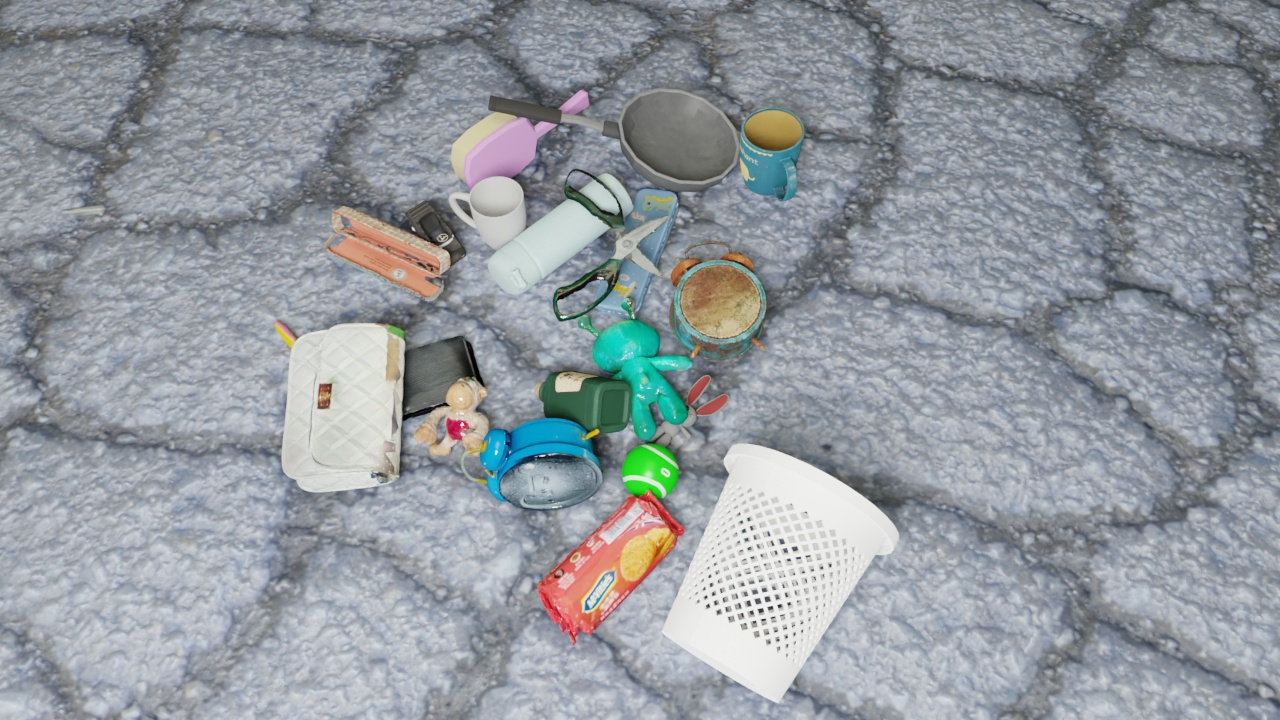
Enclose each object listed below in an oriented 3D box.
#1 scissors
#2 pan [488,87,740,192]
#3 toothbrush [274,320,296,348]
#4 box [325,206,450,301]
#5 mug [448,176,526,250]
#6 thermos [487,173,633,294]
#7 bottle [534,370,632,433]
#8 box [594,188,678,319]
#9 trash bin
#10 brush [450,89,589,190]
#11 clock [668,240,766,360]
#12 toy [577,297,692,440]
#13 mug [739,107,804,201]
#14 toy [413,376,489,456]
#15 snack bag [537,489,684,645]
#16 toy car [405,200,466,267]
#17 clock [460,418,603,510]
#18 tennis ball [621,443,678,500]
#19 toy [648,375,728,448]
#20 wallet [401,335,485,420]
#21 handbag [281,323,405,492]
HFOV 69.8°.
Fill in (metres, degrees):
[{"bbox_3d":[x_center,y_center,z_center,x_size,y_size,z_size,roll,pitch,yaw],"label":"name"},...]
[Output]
[{"bbox_3d":[-0.062,-0.153,1.175,0.201,0.015,0.202,-37,73,-14],"label":"scissors"},{"bbox_3d":[-0.035,-0.322,1.291,0.357,0.041,0.178,9,59,-11],"label":"pan"},{"bbox_3d":[-0.427,-0.009,1.170,0.135,0.021,0.016,37,52,18],"label":"toothbrush"},{"bbox_3d":[-0.342,-0.144,1.234,0.187,0.085,0.048,23,30,16],"label":"box"},{"bbox_3d":[-0.204,-0.194,1.234,0.107,0.089,0.071,14,60,9],"label":"mug"},{"bbox_3d":[-0.108,-0.167,1.223,0.206,0.065,0.078,-39,36,-14],"label":"thermos"},{"bbox_3d":[-0.077,0.045,1.091,0.131,0.061,0.061,10,98,43],"label":"bottle"},{"bbox_3d":[-0.004,-0.150,1.236,0.066,0.037,0.209,14,60,12],"label":"box"},{"bbox_3d":[0.129,0.222,0.936,0.195,0.196,0.199,27,73,16],"label":"trash bin"},{"bbox_3d":[-0.170,-0.326,1.313,0.228,0.089,0.043,-41,62,-20],"label":"brush"},{"bbox_3d":[0.095,-0.078,1.167,0.121,0.073,0.157,-7,71,-2],"label":"clock"},{"bbox_3d":[-0.007,0.007,1.116,0.130,0.072,0.193,-25,56,-2],"label":"toy"},{"bbox_3d":[0.183,-0.271,1.264,0.084,0.104,0.112,-19,63,-10],"label":"mug"},{"bbox_3d":[-0.207,0.065,1.086,0.085,0.074,0.105,7,64,15],"label":"toy"},{"bbox_3d":[-0.034,0.219,0.995,0.082,0.082,0.176,40,67,22],"label":"snack bag"},{"bbox_3d":[-0.275,-0.171,1.236,0.040,0.037,0.092,-39,99,-21],"label":"toy car"},{"bbox_3d":[-0.121,0.118,1.032,0.161,0.117,0.060,-4,52,-5],"label":"clock"},{"bbox_3d":[0.011,0.128,1.051,0.065,0.065,0.065,-1,59,1],"label":"tennis ball"},{"bbox_3d":[0.054,0.067,1.108,0.111,0.030,0.049,-39,80,-20],"label":"toy"},{"bbox_3d":[-0.258,0.021,1.144,0.115,0.026,0.089,-19,62,-9],"label":"wallet"},{"bbox_3d":[-0.350,0.054,1.086,0.139,0.072,0.194,-7,66,3],"label":"handbag"}]
